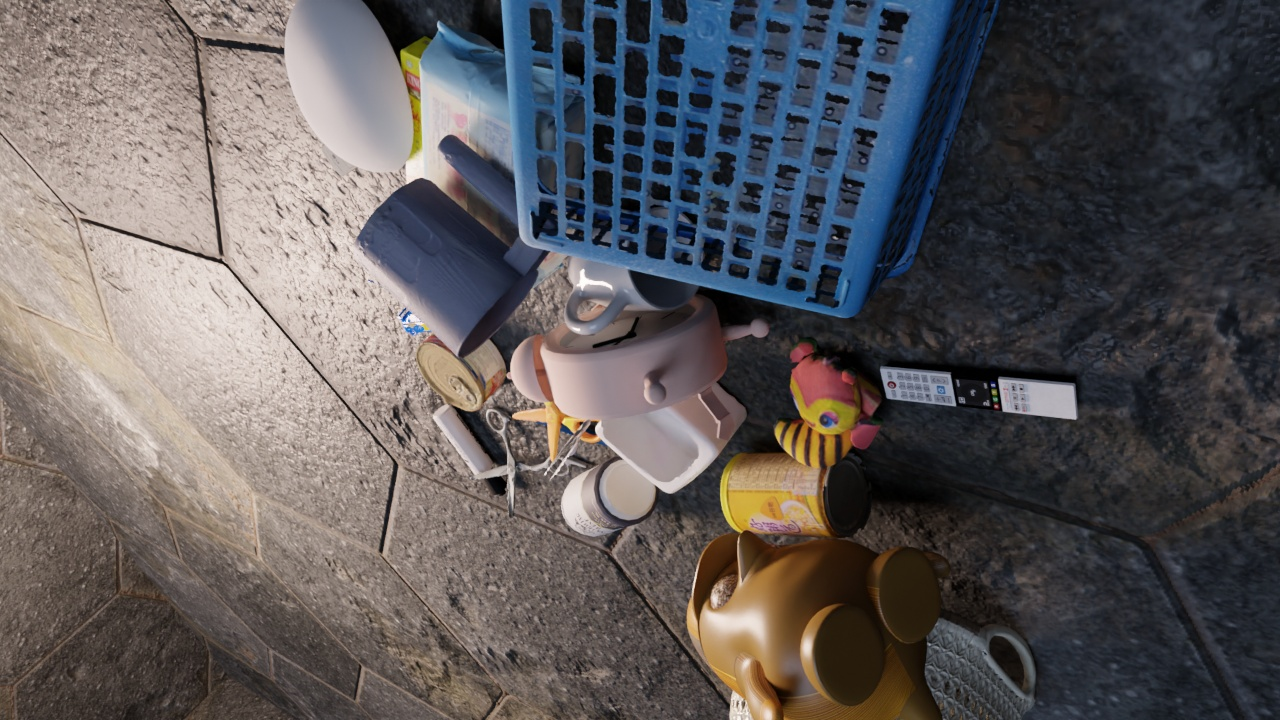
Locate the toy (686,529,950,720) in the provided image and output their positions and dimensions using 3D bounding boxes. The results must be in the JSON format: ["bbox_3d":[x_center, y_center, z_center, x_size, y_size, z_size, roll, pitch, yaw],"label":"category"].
[{"bbox_3d":[0.114,0.196,0.697,0.204,0.198,0.162,-11,107,57],"label":"toy"}]

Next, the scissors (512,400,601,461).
[{"bbox_3d":[-0.084,0.047,0.885,0.126,0.011,0.128,-4,114,40],"label":"scissors"}]

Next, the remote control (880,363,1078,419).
[{"bbox_3d":[0.220,0.018,0.601,0.124,0.011,0.028,6,131,38],"label":"remote control"}]

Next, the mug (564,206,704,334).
[{"bbox_3d":[-0.020,-0.058,0.657,0.090,0.107,0.071,2,138,51],"label":"mug"}]

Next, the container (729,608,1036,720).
[{"bbox_3d":[0.197,0.292,0.792,0.247,0.142,0.184,-12,132,47],"label":"container"}]

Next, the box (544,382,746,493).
[{"bbox_3d":[-0.008,0.067,0.749,0.126,0.136,0.109,40,141,0],"label":"box"}]

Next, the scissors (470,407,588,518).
[{"bbox_3d":[-0.125,0.115,0.985,0.174,0.014,0.142,1,117,31],"label":"scissors"}]

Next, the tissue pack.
[{"bbox_3d":[-0.099,-0.147,0.667,0.112,0.069,0.182,30,140,14],"label":"tissue pack"}]

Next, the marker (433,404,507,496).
[{"bbox_3d":[-0.190,0.104,1.038,0.025,0.025,0.126,-7,123,45],"label":"marker"}]

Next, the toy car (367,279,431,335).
[{"bbox_3d":[-0.221,-0.058,0.890,0.092,0.033,0.062,-2,133,42],"label":"toy car"}]

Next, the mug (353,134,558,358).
[{"bbox_3d":[-0.126,-0.080,0.643,0.104,0.083,0.124,42,117,2],"label":"mug"}]

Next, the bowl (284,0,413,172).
[{"bbox_3d":[-0.237,-0.212,0.712,0.149,0.043,0.150,32,139,33],"label":"bowl"}]

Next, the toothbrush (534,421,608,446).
[{"bbox_3d":[-0.038,0.075,0.885,0.168,0.014,0.014,16,137,30],"label":"toothbrush"}]

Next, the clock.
[{"bbox_3d":[-0.004,0.004,0.675,0.161,0.130,0.086,12,121,41],"label":"clock"}]

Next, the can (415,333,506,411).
[{"bbox_3d":[-0.178,0.006,0.912,0.086,0.043,0.086,24,141,21],"label":"can"}]

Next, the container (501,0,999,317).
[{"bbox_3d":[0.041,-0.177,0.443,0.257,0.089,0.363,14,138,10],"label":"container"}]

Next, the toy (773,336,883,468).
[{"bbox_3d":[0.133,0.033,0.663,0.084,0.046,0.104,32,133,23],"label":"toy"}]

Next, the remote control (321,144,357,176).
[{"bbox_3d":[-0.232,-0.191,0.783,0.137,0.013,0.033,-11,119,47],"label":"remote control"}]

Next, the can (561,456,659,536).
[{"bbox_3d":[-0.034,0.134,0.890,0.064,0.064,0.128,45,152,-5],"label":"can"}]

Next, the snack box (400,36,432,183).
[{"bbox_3d":[-0.162,-0.178,0.722,0.040,0.028,0.148,31,142,13],"label":"snack box"}]

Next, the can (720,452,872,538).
[{"bbox_3d":[0.122,0.106,0.731,0.105,0.067,0.068,-6,123,44],"label":"can"}]
